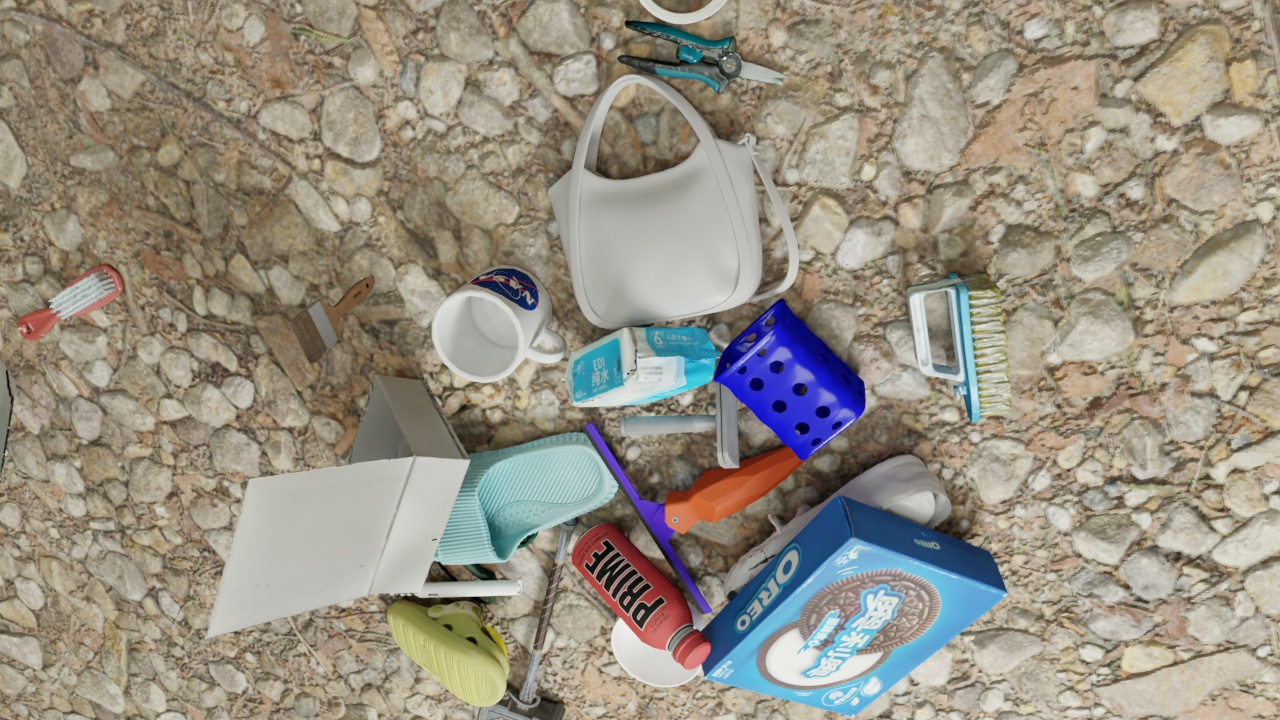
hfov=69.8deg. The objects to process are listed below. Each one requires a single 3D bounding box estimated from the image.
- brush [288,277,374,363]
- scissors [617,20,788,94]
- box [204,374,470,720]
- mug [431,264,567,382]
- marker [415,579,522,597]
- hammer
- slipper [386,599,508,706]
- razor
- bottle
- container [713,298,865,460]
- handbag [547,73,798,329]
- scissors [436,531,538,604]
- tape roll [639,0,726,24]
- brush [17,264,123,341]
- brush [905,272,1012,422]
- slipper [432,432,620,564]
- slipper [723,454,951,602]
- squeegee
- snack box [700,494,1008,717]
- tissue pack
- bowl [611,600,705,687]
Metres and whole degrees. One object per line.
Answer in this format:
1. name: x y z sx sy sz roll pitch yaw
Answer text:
1. brush: -0.294 -0.051 0.894 0.008 0.142 0.045 -10 117 18
2. scissors: 0.051 -0.267 0.793 0.129 0.019 0.139 -29 104 21
3. box: -0.267 0.176 0.776 0.148 0.505 0.167 22 109 -1
4. mug: -0.129 -0.031 0.891 0.121 0.090 0.091 26 115 2
5. marker: -0.198 0.262 1.050 0.134 0.017 0.020 -6 148 17
6. hammer: -0.113 0.310 1.054 0.098 0.044 0.323 17 112 6
7. slipper: -0.214 0.326 1.065 0.191 0.081 0.092 17 124 35
8. razor: 0.037 0.062 0.894 0.116 0.047 0.088 -4 76 14
9. bottle: 0.002 0.242 0.936 0.176 0.062 0.062 40 121 37
10. container: 0.140 0.017 0.849 0.113 0.085 0.085 44 115 -7
11. handbag: 0.024 -0.149 0.831 0.216 0.095 0.222 -9 96 16
12. scissors: -0.226 0.207 1.052 0.209 0.015 0.155 18 116 6
13. tape roll: 0.036 -0.333 0.773 0.093 0.013 0.093 5 112 12
14. brush: -0.657 -0.060 1.040 0.173 0.030 0.041 -23 104 21
15. brush: 0.285 -0.007 0.820 0.075 0.055 0.136 -10 109 12
16. slipper: -0.152 0.150 0.974 0.277 0.069 0.116 -19 98 15
17. slipper: 0.184 0.175 0.907 0.247 0.074 0.112 -38 109 21
18. squeegee: 0.081 0.132 0.926 0.185 0.055 0.249 -28 104 12
19. snack box: 0.200 0.248 0.893 0.195 0.056 0.239 22 123 -22
20. tissue pack: -0.005 0.005 0.851 0.145 0.092 0.061 -23 72 54
21. bowl: 0.023 0.299 1.007 0.105 0.054 0.105 4 110 11
